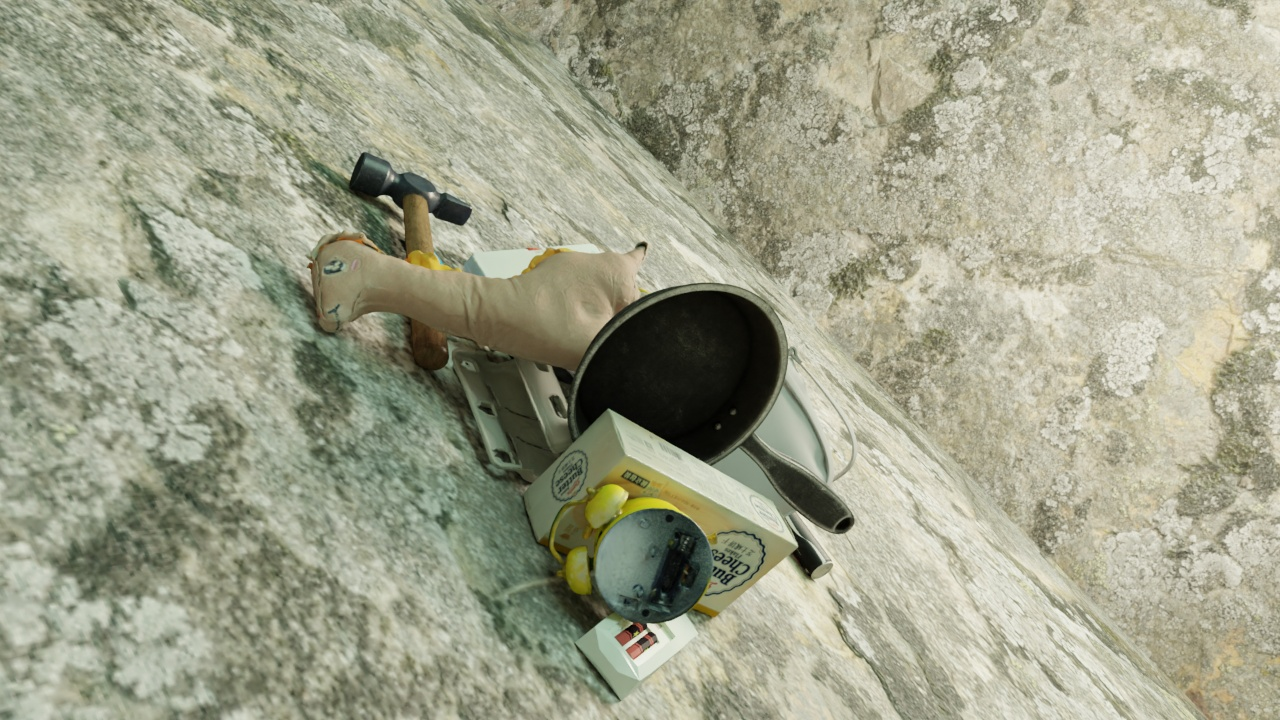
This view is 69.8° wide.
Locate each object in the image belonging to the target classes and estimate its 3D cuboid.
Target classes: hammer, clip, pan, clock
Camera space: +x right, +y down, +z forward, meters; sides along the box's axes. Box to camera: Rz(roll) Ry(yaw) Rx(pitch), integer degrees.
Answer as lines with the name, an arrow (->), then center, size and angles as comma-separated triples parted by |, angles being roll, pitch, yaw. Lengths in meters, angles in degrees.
hammer -> -0.209, -0.095, 0.876 | 0.129, 0.040, 0.321 | 21, 28, -30
clip -> -0.074, 0.037, 0.775 | 0.152, 0.097, 0.126 | 10, 45, -43
pan -> 0.082, 0.061, 0.774 | 0.356, 0.187, 0.055 | 39, 11, -39
clock -> -0.006, 0.134, 0.647 | 0.118, 0.083, 0.057 | 19, 3, -9

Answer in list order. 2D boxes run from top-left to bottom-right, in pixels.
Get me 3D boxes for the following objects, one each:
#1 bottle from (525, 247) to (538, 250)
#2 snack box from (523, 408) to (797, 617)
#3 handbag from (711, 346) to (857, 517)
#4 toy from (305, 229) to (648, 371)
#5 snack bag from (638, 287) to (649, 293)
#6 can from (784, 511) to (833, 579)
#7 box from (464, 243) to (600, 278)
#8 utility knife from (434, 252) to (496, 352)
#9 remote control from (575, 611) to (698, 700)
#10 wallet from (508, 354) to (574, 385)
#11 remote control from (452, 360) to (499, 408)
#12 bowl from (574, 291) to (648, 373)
bottle -> -0.120, -0.091, 1.089 | 0.044, 0.044, 0.109 | 30, 21, -38
snack box -> 0.020, 0.129, 0.740 | 0.207, 0.104, 0.057 | 32, 22, -34
handbag -> 0.087, 0.050, 0.895 | 0.222, 0.215, 0.096 | 68, -21, 4
toy -> -0.128, -0.067, 0.755 | 0.264, 0.065, 0.195 | 17, 48, -2
snack bag -> 0.015, -0.024, 1.160 | 0.159, 0.102, 0.205 | 33, 6, -30
can -> 0.188, 0.212, 1.061 | 0.031, 0.032, 0.080 | 24, 24, -48
box -> -0.105, -0.087, 1.005 | 0.083, 0.066, 0.198 | 34, 28, 27
utility knife -> -0.185, -0.066, 0.913 | 0.031, 0.015, 0.178 | 14, 29, -54
remote control -> 0.004, 0.198, 0.666 | 0.049, 0.024, 0.143 | 47, 17, 15
wallet -> -0.103, -0.018, 0.853 | 0.089, 0.026, 0.115 | 16, -25, 33
remote control -> -0.111, 0.032, 0.840 | 0.135, 0.011, 0.050 | 21, 28, -50
bowl -> -0.005, 0.005, 0.818 | 0.118, 0.118, 0.062 | 46, -22, 11
